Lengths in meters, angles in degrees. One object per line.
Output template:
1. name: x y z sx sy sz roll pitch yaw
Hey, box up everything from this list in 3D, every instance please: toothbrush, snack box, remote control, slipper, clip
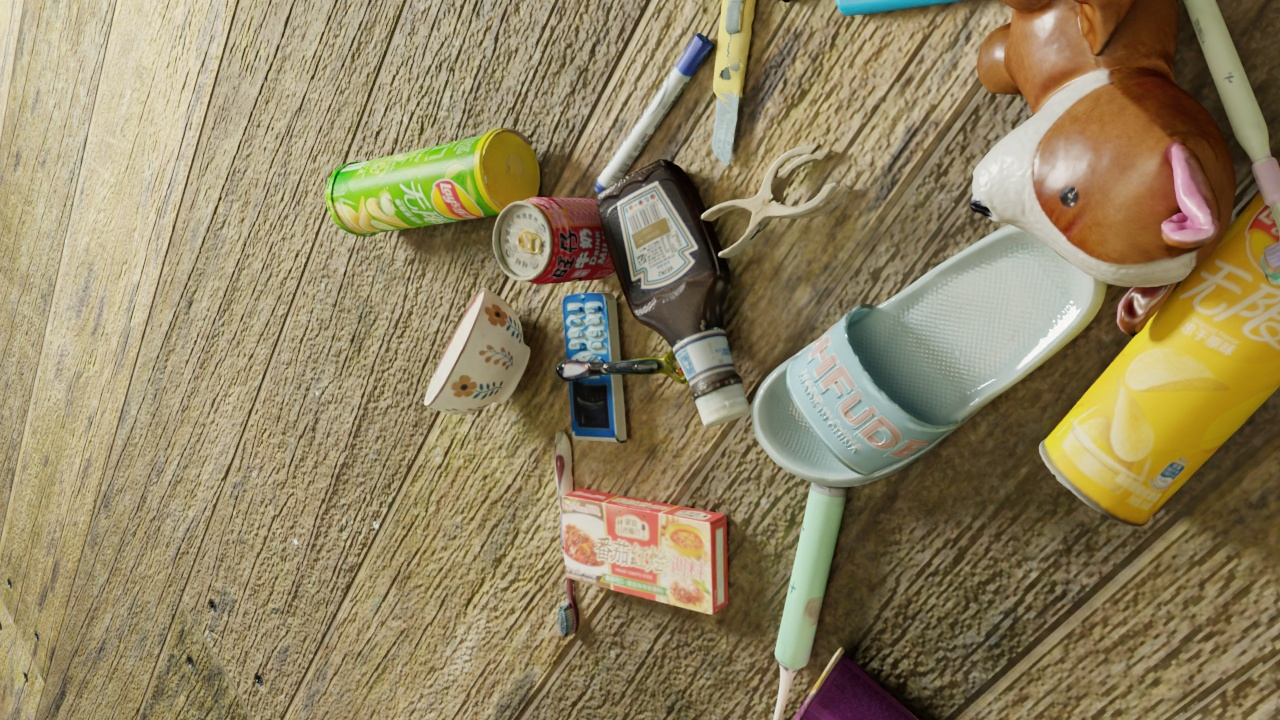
1. toothbrush: 0.116 0.191 0.671 0.027 0.026 0.225 -142 58 -60
2. toothbrush: -0.068 0.154 0.809 0.016 0.017 0.187 4 101 36
3. snack box: 0.001 0.154 0.752 0.153 0.025 0.075 4 100 37
4. remote control: -0.037 0.006 0.758 0.049 0.024 0.125 1 97 37
5. toothbrush: 0.289 -0.124 0.447 0.020 0.029 0.189 -4 64 9
6. slipper: 0.168 0.003 0.573 0.246 0.074 0.104 -39 75 33
7. clip: 0.088 -0.120 0.631 0.105 0.034 0.081 -12 88 32

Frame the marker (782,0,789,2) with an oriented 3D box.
1. marker: 0.126 -0.291 0.593 0.022 0.018 0.131 47 122 11

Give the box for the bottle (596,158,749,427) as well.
1. bottle: 0.030 -0.047 0.674 0.080 0.044 0.194 -25 76 24

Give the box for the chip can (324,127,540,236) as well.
1. chip can: -0.191 -0.155 0.819 0.222 0.072 0.072 0 97 37

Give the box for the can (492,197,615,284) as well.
1. can: -0.062 -0.094 0.717 0.067 0.093 0.066 6 101 36

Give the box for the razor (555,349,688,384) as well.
1. razor: -0.004 0.004 0.716 0.143 0.022 0.042 -3 93 23

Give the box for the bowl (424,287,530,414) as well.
1. bowl: -0.134 0.000 0.795 0.062 0.113 0.114 26 120 -16

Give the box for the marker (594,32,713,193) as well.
1. marker: 0.007 -0.184 0.700 0.017 0.016 0.146 51 123 19

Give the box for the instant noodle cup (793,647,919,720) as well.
1. instant noodle cup: 0.147 0.268 0.618 0.099 0.111 0.112 32 115 18

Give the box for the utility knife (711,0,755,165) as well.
1. utility knife: 0.070 -0.238 0.649 0.031 0.020 0.195 18 112 40

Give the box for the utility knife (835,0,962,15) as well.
1. utility knife: 0.209 -0.230 0.541 0.207 0.018 0.034 8 101 34

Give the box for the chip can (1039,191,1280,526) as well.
1. chip can: 0.301 -0.013 0.472 0.072 0.071 0.214 43 120 24

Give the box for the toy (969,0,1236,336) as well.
1. toy: 0.225 -0.118 0.463 0.131 0.140 0.199 -20 69 16
